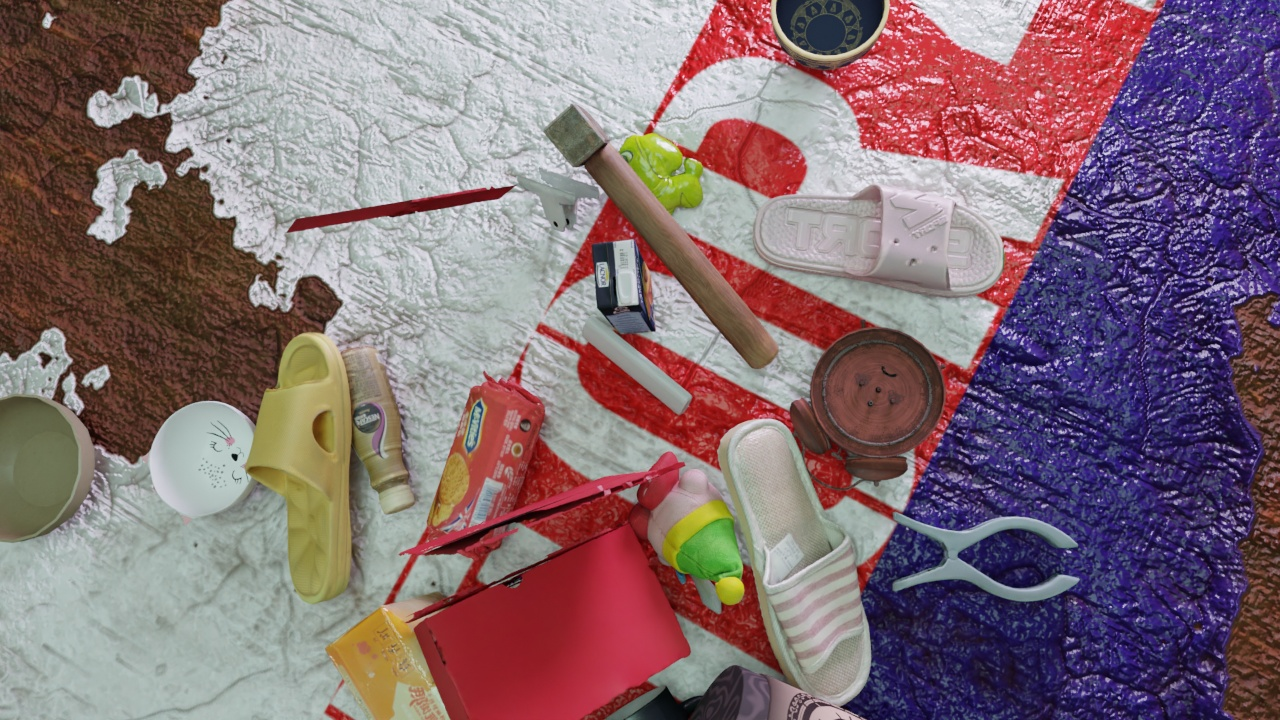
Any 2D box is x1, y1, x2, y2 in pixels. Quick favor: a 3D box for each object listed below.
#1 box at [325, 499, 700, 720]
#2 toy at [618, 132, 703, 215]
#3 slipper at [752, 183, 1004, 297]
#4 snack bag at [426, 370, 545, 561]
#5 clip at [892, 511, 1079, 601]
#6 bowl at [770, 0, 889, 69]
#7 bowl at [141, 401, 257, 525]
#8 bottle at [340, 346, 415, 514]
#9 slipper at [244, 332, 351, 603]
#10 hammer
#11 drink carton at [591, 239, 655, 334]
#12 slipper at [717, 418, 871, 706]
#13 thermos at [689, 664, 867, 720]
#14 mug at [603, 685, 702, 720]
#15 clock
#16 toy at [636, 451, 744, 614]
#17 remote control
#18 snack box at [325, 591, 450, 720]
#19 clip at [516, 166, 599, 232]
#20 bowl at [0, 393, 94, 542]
[{"bbox_3d":[-0.135,0.259,0.873,0.216,0.353,0.197,-17,76,-36],"label":"box"},{"bbox_3d":[0.015,-0.189,0.929,0.094,0.036,0.093,-19,87,6],"label":"toy"},{"bbox_3d":[0.226,-0.120,0.876,0.239,0.064,0.094,8,82,10],"label":"slipper"},{"bbox_3d":[-0.147,0.104,0.888,0.082,0.082,0.176,18,85,10],"label":"snack bag"},{"bbox_3d":[0.313,0.162,0.841,0.163,0.028,0.112,0,80,7],"label":"clip"},{"bbox_3d":[0.186,-0.338,0.914,0.112,0.061,0.112,-1,81,7],"label":"bowl"},{"bbox_3d":[-0.432,0.101,0.935,0.115,0.050,0.114,-1,81,7],"label":"bowl"},{"bbox_3d":[-0.265,0.071,0.914,0.059,0.059,0.166,-22,80,4],"label":"bottle"},{"bbox_3d":[-0.334,0.105,0.884,0.100,0.078,0.263,-3,91,43],"label":"slipper"},{"bbox_3d":[0.028,-0.111,0.864,0.037,0.157,0.301,-39,100,9],"label":"hammer"},{"bbox_3d":[-0.014,-0.067,0.865,0.040,0.130,0.064,-7,80,7],"label":"drink carton"},{"bbox_3d":[0.142,0.177,0.814,0.114,0.052,0.263,-16,85,-32],"label":"slipper"},{"bbox_3d":[0.149,0.358,0.740,0.226,0.173,0.172,29,86,-2],"label":"thermos"},{"bbox_3d":[0.026,0.349,0.829,0.121,0.085,0.094,-26,78,-26],"label":"mug"},{"bbox_3d":[0.206,0.046,0.848,0.120,0.072,0.157,31,86,11],"label":"clock"},{"bbox_3d":[0.046,0.167,0.833,0.131,0.096,0.124,31,122,16],"label":"toy"},{"bbox_3d":[-0.005,0.005,0.902,0.131,0.033,0.012,39,58,11],"label":"remote control"},{"bbox_3d":[-0.172,0.306,0.822,0.080,0.145,0.195,-37,79,1],"label":"snack box"},{"bbox_3d":[-0.086,-0.161,0.924,0.102,0.056,0.056,28,99,43],"label":"clip"},{"bbox_3d":[-0.637,0.113,0.961,0.152,0.050,0.152,-1,81,7],"label":"bowl"}]
